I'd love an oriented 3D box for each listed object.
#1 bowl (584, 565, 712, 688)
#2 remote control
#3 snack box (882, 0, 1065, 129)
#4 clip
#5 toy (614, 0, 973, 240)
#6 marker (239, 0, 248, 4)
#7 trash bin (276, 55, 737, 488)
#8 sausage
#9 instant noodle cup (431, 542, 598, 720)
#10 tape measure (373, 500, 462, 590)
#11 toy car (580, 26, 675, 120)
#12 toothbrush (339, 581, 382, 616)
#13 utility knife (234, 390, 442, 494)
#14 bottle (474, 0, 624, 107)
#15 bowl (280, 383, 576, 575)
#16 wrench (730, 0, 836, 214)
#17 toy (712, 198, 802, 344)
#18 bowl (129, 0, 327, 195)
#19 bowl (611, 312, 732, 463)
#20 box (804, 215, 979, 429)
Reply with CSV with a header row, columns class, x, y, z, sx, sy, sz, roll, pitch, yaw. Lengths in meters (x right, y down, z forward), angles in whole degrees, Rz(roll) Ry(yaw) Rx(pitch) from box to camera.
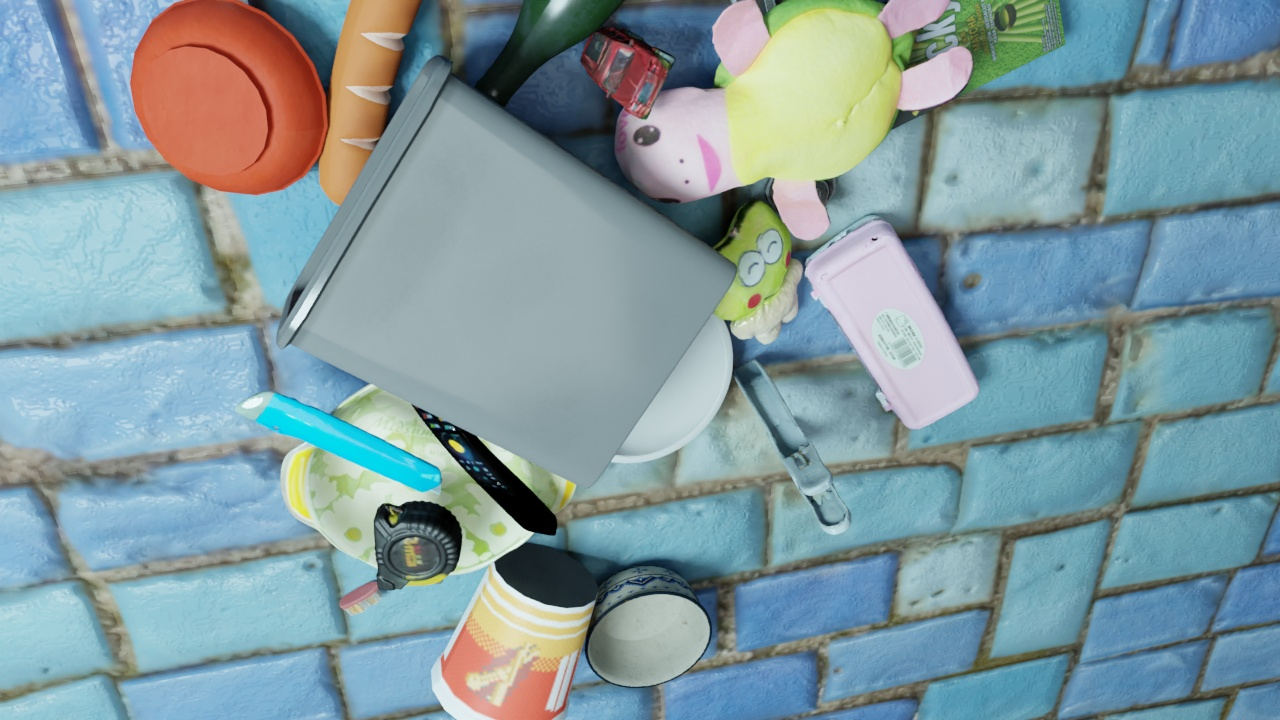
class,x,y,z,sx,sy,sz,roll,pitch,yaw
bowl,0.002,0.236,0.840,0.115,0.059,0.116,-6,120,-10
remote control,-0.112,0.077,0.672,0.152,0.041,0.020,54,55,-30
snack box,0.221,-0.231,0.651,0.147,0.025,0.080,-26,121,2
clip,0.104,0.045,0.703,0.029,0.172,0.143,-31,111,3
toy,0.098,-0.168,0.608,0.238,0.087,0.190,-24,137,12
marker,-0.245,-0.196,0.566,0.017,0.020,0.134,-29,130,-41
trash bin,-0.083,-0.049,0.589,0.219,0.097,0.192,30,100,-24
sausage,-0.173,-0.175,0.580,0.044,0.039,0.164,30,116,18
instant noodle cup,-0.101,0.234,0.787,0.123,0.123,0.121,16,106,-21
tape measure,-0.166,0.136,0.690,0.062,0.038,0.067,0,116,-4
toy car,-0.010,-0.186,0.584,0.036,0.091,0.042,12,116,-34
toothbrush,-0.176,0.170,0.790,0.184,0.015,0.016,-29,124,3
utility knife,-0.206,0.060,0.651,0.158,0.015,0.031,33,109,-27
bottle,-0.047,-0.225,0.577,0.055,0.055,0.174,35,110,-27
bowl,-0.161,0.078,0.715,0.219,0.060,0.189,-1,118,-14
wrench,0.085,-0.220,0.635,0.070,0.010,0.273,-22,121,0
toy,0.089,-0.061,0.698,0.092,0.046,0.115,-53,135,-17
bowl,-0.257,-0.155,0.558,0.122,0.035,0.122,2,119,4
bowl,-0.004,0.004,0.715,0.149,0.043,0.150,-7,113,-18
box,0.208,-0.026,0.758,0.086,0.044,0.202,-33,121,12
